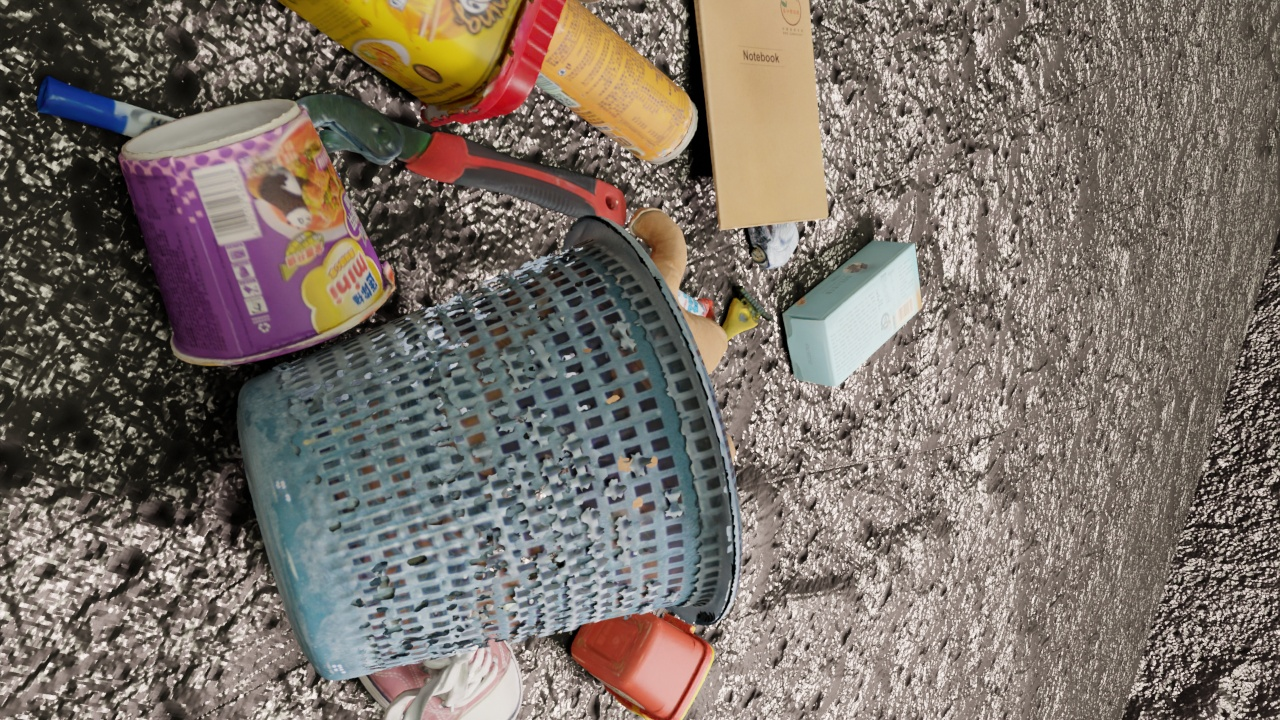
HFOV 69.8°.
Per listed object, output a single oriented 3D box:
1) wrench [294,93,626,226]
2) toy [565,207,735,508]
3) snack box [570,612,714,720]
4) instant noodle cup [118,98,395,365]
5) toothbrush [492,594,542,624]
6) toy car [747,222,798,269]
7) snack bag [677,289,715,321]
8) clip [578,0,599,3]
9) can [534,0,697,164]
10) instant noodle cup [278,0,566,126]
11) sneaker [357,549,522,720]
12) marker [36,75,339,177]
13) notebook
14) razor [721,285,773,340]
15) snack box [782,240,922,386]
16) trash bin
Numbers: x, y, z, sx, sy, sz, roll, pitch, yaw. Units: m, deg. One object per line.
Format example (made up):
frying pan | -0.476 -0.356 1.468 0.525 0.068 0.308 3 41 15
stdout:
wrench | -0.103 -0.119 0.580 0.272 0.016 0.056 1 77 -48
toy | -0.004 0.004 0.668 0.143 0.082 0.226 -9 100 -24
snack box | -0.001 0.234 0.734 0.080 0.091 0.081 46 67 -34
instant noodle cup | -0.188 -0.067 0.442 0.111 0.112 0.099 -34 125 -36
toothbrush | -0.041 0.155 0.722 0.189 0.020 0.029 -23 146 -41
toy car | 0.114 -0.127 0.799 0.048 0.031 0.106 -42 128 -30
snack bag | 0.022 -0.044 0.729 0.105 0.026 0.045 25 89 -43
clip | -0.026 -0.270 0.582 0.095 0.102 0.035 39 72 -17
can | -0.025 -0.190 0.620 0.146 0.058 0.058 25 82 -46
instant noodle cup | -0.118 -0.202 0.492 0.123 0.116 0.116 23 84 -35
sneaker | -0.134 0.176 0.580 0.118 0.088 0.241 -47 128 -28
marker | -0.222 -0.111 0.468 0.145 0.017 0.017 12 92 -47
notebook | 0.102 -0.216 0.755 0.147 0.008 0.208 -13 100 -43
razor | 0.063 -0.006 0.780 0.043 0.028 0.132 46 62 -17
snack box | 0.212 -0.050 0.905 0.174 0.052 0.074 -37 123 -35
trash bin | -0.086 0.056 0.468 0.194 0.226 0.227 -16 113 -18
